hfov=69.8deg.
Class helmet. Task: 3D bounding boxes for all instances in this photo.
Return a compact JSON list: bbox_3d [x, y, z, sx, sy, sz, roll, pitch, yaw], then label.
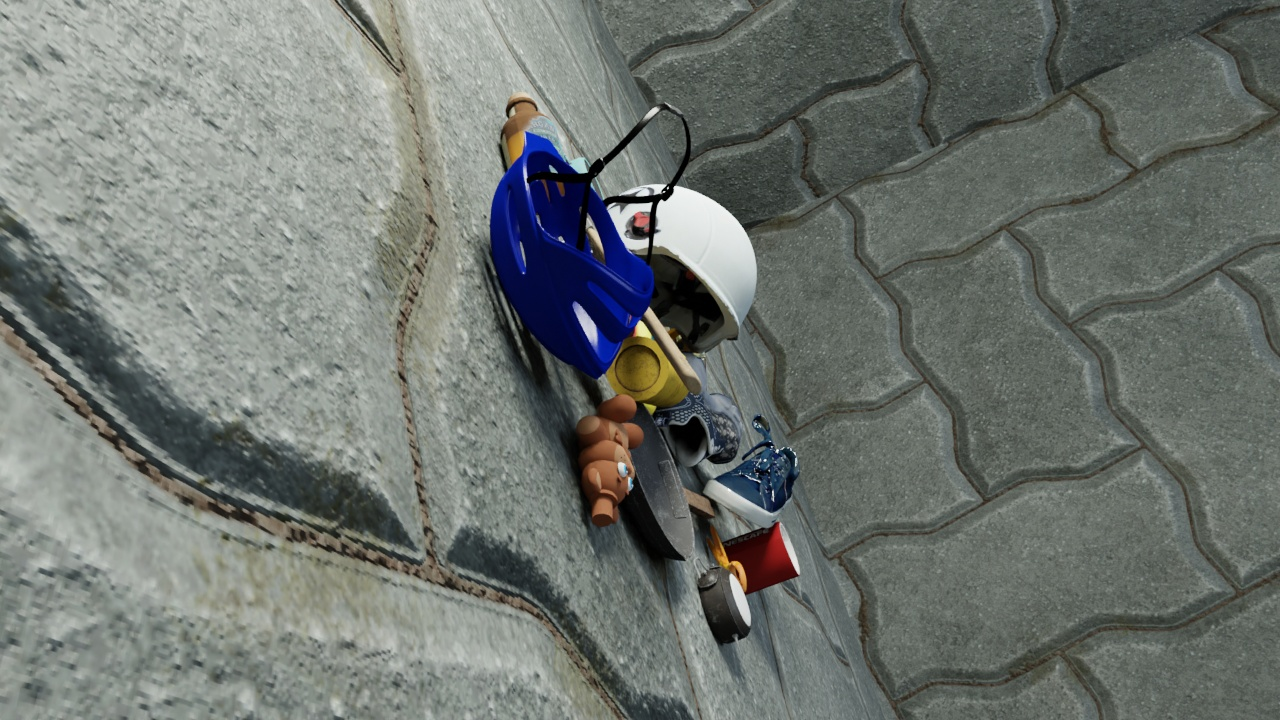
[{"bbox_3d":[0.057,-0.142,1.241,0.264,0.163,0.236,19,-22,46],"label":"helmet"},{"bbox_3d":[-0.034,-0.122,0.849,0.147,0.228,0.241,1,62,-60],"label":"helmet"}]

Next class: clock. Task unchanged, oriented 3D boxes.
[{"bbox_3d":[-0.083,-0.231,1.289,0.124,0.053,0.090,54,18,-60],"label":"clock"},{"bbox_3d":[0.107,0.301,1.153,0.091,0.044,0.122,19,49,-75],"label":"clock"}]

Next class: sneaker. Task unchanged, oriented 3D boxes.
[{"bbox_3d":[0.078,0.105,1.334,0.269,0.103,0.132,54,32,-49],"label":"sneaker"},{"bbox_3d":[0.179,0.163,1.363,0.121,0.127,0.294,29,11,21],"label":"sneaker"}]

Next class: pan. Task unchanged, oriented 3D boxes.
[{"bbox_3d":[0.031,0.156,1.104,0.357,0.040,0.207,47,22,-63],"label":"pan"}]

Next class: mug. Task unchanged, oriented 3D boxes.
[{"bbox_3d":[0.178,0.291,1.371,0.116,0.097,0.080,-45,111,-78],"label":"mug"}]

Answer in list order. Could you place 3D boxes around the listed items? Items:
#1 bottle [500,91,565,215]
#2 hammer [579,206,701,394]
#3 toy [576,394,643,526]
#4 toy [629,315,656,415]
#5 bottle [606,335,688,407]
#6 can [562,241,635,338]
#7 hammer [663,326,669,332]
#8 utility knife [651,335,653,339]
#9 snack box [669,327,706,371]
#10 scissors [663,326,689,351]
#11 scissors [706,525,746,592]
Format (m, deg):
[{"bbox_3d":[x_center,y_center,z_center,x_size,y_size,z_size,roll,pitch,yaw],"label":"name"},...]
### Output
[{"bbox_3d":[-0.127,-0.249,1.072,0.068,0.068,0.156,48,22,-59],"label":"bottle"},{"bbox_3d":[-0.012,-0.070,0.973,0.119,0.031,0.331,59,1,-43],"label":"hammer"},{"bbox_3d":[-0.028,0.098,0.870,0.127,0.065,0.095,-92,164,-48],"label":"toy"},{"bbox_3d":[-0.007,0.007,1.159,0.105,0.067,0.137,-64,138,-72],"label":"toy"},{"bbox_3d":[0.018,0.016,1.044,0.163,0.071,0.071,23,46,-74],"label":"bottle"},{"bbox_3d":[-0.061,-0.063,1.005,0.071,0.072,0.128,-98,161,-53],"label":"can"},{"bbox_3d":[0.067,-0.089,1.762,0.300,0.037,0.158,31,38,-71],"label":"hammer"},{"bbox_3d":[0.008,-0.058,1.481,0.022,0.015,0.158,36,23,-24],"label":"utility knife"},{"bbox_3d":[0.078,0.010,1.488,0.146,0.041,0.143,-99,-178,-53],"label":"snack box"},{"bbox_3d":[0.080,-0.044,1.361,0.016,0.226,0.165,19,64,-26],"label":"scissors"},{"bbox_3d":[0.112,0.286,1.254,0.133,0.012,0.084,-125,-141,-58],"label":"scissors"}]
